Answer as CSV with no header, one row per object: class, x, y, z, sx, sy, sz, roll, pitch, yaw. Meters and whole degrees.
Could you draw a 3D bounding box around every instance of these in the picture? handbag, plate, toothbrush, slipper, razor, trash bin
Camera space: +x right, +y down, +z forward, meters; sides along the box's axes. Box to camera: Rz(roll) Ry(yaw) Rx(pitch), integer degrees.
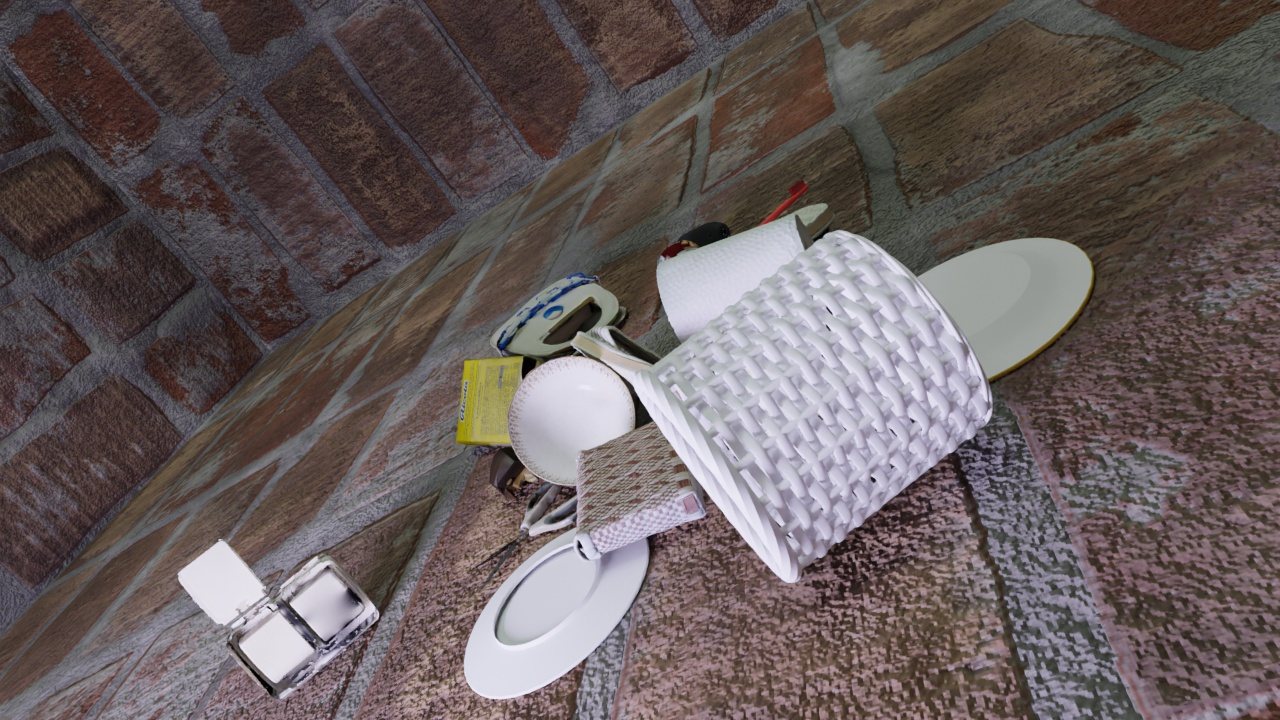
handbag,-0.122,-0.053,1.401,0.200,0.093,0.200,-46,29,-26
plate,-0.083,0.219,0.849,0.209,0.015,0.208,-31,21,13
toothbrush,0.161,-0.183,1.184,0.211,0.018,0.012,-43,11,-37
slipper,0.168,-0.141,1.177,0.115,0.052,0.263,-39,10,-17
plate,0.283,-0.045,0.824,0.230,0.021,0.229,-31,21,13
razor,0.094,-0.164,1.312,0.063,0.053,0.141,-3,-5,-24
slipper,-0.006,0.006,1.058,0.054,0.114,0.273,-57,22,-3
trash bin,0.120,-0.082,1.026,0.162,0.133,0.133,-23,24,20
handbag,-0.005,0.121,0.890,0.124,0.047,0.185,-24,20,6

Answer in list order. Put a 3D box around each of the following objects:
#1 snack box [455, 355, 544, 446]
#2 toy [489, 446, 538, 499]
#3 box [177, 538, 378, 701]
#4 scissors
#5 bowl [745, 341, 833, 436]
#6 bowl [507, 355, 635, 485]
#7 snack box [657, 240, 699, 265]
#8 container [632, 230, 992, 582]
snack box,-0.187,0.056,1.242,0.181,0.045,0.121,-5,79,53
toy,-0.141,0.116,1.100,0.100,0.062,0.076,-56,-12,-11
box,-0.413,0.264,1.049,0.143,0.184,0.099,-39,15,-17
scissors,-0.116,0.178,0.992,0.171,0.012,0.157,-27,21,22
bowl,0.116,0.018,0.880,0.118,0.074,0.117,-31,21,13
bowl,-0.072,0.072,1.035,0.145,0.145,0.063,-37,-18,0
snack box,0.069,-0.113,1.194,0.072,0.072,0.121,-36,21,1
container,0.123,0.032,0.680,0.186,0.189,0.189,-37,21,-5
